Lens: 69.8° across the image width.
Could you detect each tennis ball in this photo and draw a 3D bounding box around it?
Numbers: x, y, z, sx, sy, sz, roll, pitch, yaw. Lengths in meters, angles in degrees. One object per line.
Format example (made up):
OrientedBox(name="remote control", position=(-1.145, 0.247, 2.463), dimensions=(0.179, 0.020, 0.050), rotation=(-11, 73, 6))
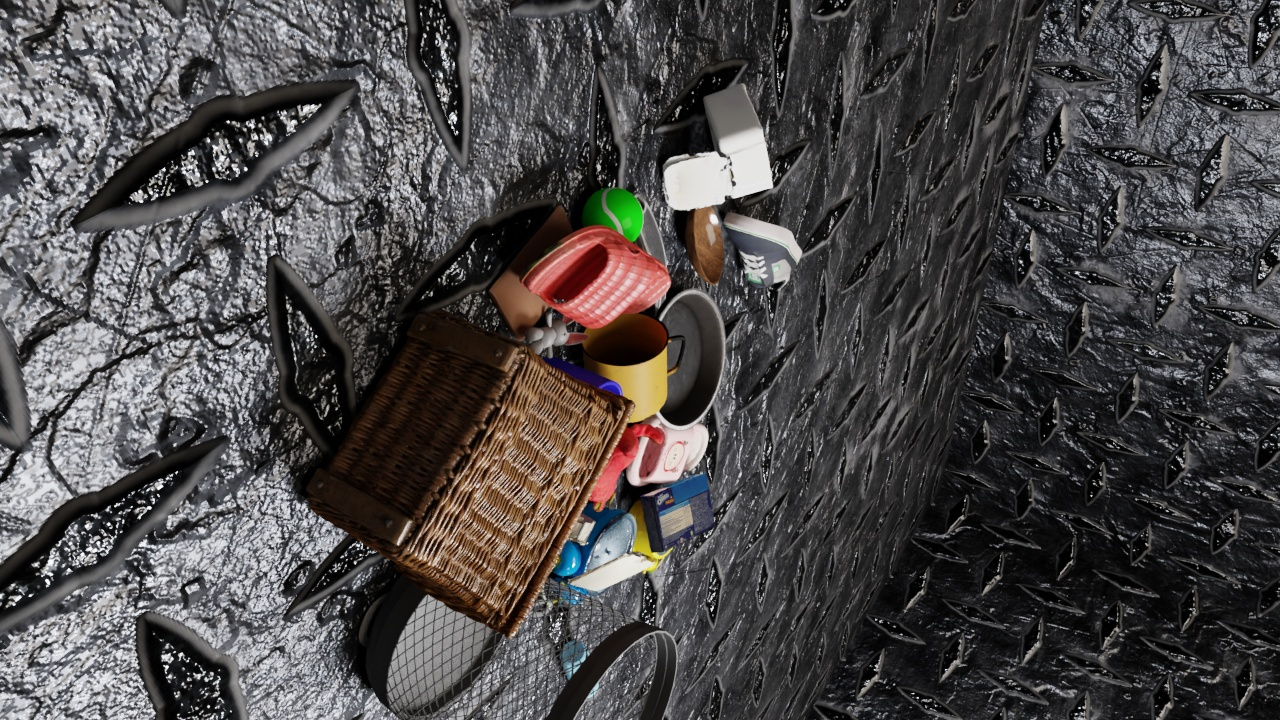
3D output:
OrientedBox(name="tennis ball", position=(-0.029, -0.150, 0.970), dimensions=(0.065, 0.065, 0.065), rotation=(-39, 140, -43))

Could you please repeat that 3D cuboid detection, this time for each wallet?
OrientedBox(name="wallet", position=(-0.103, -0.088, 0.939), dimensions=(0.120, 0.013, 0.087), rotation=(-54, 149, -21))

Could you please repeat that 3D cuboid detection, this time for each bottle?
OrientedBox(name="bottle", position=(-0.086, 0.449, 1.316), dimensions=(0.040, 0.040, 0.130), rotation=(-49, 146, -32))

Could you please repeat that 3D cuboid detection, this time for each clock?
OrientedBox(name="clock", position=(-0.070, 0.252, 1.188), dimensions=(0.161, 0.060, 0.117), rotation=(-40, 142, -39))
OrientedBox(name="clock", position=(0.017, 0.256, 1.340), dimensions=(0.083, 0.057, 0.119), rotation=(-37, 133, -45))

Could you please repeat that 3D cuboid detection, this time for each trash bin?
OrientedBox(name="trash bin", position=(-0.118, 0.318, 0.914), dimensions=(0.217, 0.227, 0.218), rotation=(-38, 139, -43))

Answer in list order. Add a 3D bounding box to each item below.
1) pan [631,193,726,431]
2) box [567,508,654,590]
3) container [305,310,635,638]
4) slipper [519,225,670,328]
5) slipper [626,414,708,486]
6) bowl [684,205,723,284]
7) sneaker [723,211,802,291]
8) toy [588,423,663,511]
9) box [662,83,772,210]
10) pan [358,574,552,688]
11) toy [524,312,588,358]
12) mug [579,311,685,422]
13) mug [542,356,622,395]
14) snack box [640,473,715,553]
OrientedBox(name="pan", position=(0.032, -0.061, 1.156), dimensions=(0.186, 0.055, 0.357), rotation=(-55, 137, -32))
OrientedBox(name="box", position=(-0.096, 0.191, 0.961), dimensions=(0.143, 0.187, 0.070), rotation=(27, 86, -55))
OrientedBox(name="container", position=(-0.156, 0.089, 0.825), dimensions=(0.249, 0.162, 0.183), rotation=(-62, 148, -13))
OrientedBox(name="slipper", position=(-0.029, -0.076, 0.957), dimensions=(0.104, 0.059, 0.248), rotation=(-41, 160, 19))
OrientedBox(name="slipper", position=(0.043, 0.130, 1.303), dimensions=(0.221, 0.056, 0.107), rotation=(6, 105, -62))
OrientedBox(name="bowl", position=(0.077, -0.152, 1.181), dimensions=(0.114, 0.026, 0.101), rotation=(64, 32, -41))
OrientedBox(name="sneaker", position=(0.170, -0.149, 1.305), dimensions=(0.235, 0.084, 0.079), rotation=(20, 92, -65))
OrientedBox(name="toy", position=(-0.037, 0.120, 1.126), dimensions=(0.132, 0.088, 0.094), rotation=(-27, 135, -23))
OrientedBox(name="box", position=(0.083, -0.243, 1.110), dimensions=(0.109, 0.136, 0.120), rotation=(62, 13, -54))
OrientedBox(name="pan", position=(-0.187, 0.292, 1.047), dimensions=(0.354, 0.024, 0.216), rotation=(24, 88, -62))
OrientedBox(name="toy", position=(-0.090, -0.030, 0.976), dimensions=(0.111, 0.030, 0.049), rotation=(-29, 122, -62))
OrientedBox(name="mug", position=(-0.006, 0.006, 1.069), dimensions=(0.123, 0.100, 0.094), rotation=(-13, 131, -13))
OrientedBox(name="mug", position=(-0.083, 0.044, 0.991), dimensions=(0.111, 0.083, 0.079), rotation=(14, 96, -62))
OrientedBox(name="snack box", position=(0.055, 0.214, 1.303), dimensions=(0.150, 0.027, 0.082), rotation=(-8, 86, -57))
